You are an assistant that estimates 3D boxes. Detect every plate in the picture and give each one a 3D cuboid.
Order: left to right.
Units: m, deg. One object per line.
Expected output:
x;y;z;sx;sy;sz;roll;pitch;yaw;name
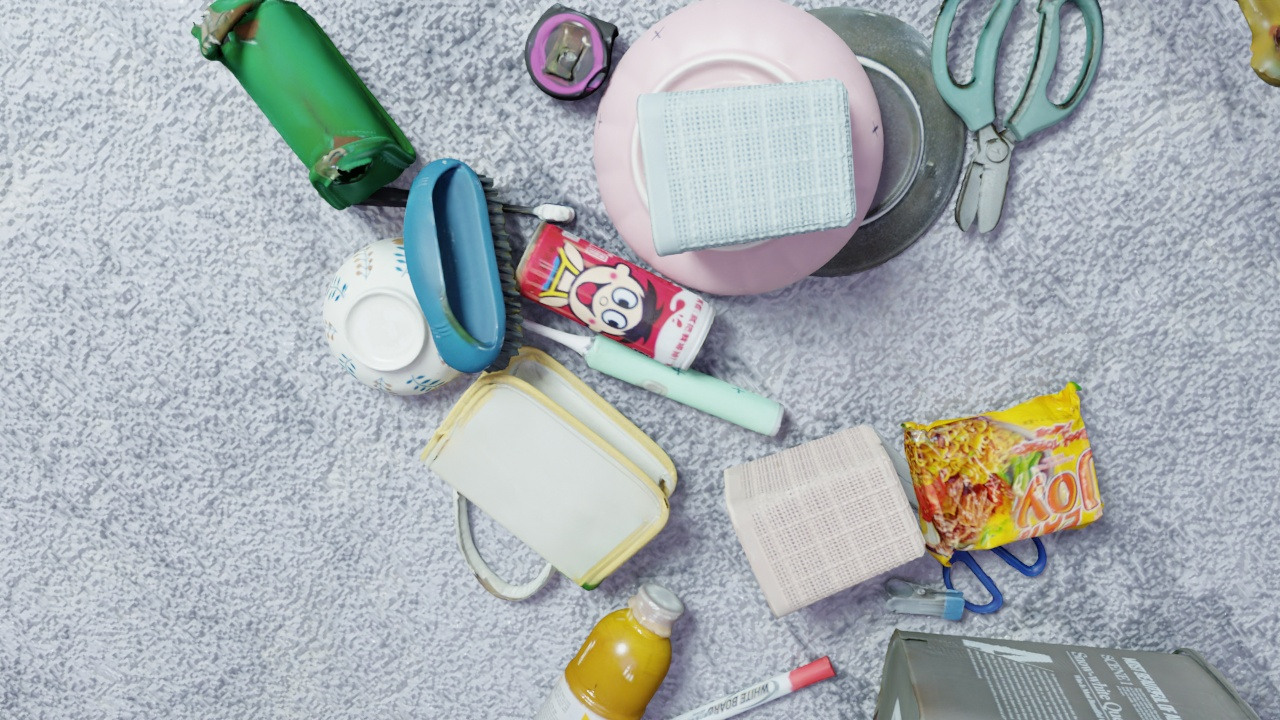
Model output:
0.057;-0.133;0.590;0.192;0.039;0.192;4;107;14;plate
0.129;-0.144;0.613;0.179;0.024;0.179;1;103;2;plate

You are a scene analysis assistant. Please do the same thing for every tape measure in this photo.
-0.047;-0.199;0.599;0.057;0.039;0.058;23;103;-3;tape measure

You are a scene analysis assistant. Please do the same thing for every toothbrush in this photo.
-0.136;-0.110;0.637;0.181;0.018;0.016;6;99;3;toothbrush
-0.004;0.004;0.652;0.224;0.027;0.027;21;145;-3;toothbrush

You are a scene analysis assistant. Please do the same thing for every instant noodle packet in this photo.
0.257;0.082;0.645;0.128;0.044;0.111;-14;98;0;instant noodle packet

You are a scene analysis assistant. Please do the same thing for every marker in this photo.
0.082;0.265;0.716;0.145;0.017;0.017;-25;101;8;marker

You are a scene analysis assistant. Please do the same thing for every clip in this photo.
0.211;0.179;0.685;0.057;0.032;0.025;5;126;8;clip

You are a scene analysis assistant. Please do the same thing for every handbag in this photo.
-0.210;-0.160;0.575;0.068;0.120;0.131;-35;98;4;handbag
-0.080;0.095;0.669;0.163;0.063;0.179;39;117;-7;handbag

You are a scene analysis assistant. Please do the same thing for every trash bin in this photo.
0.280;0.297;0.634;0.220;0.198;0.199;10;102;7;trash bin

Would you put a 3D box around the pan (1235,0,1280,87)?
0.247;-0.290;0.470;0.197;0.078;0.357;-8;81;-21;pan

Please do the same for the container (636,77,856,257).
0.064;-0.114;0.526;0.111;0.090;0.090;-5;104;13;container

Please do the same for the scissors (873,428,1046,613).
0.217;0.123;0.680;0.172;0.012;0.133;15;104;1;scissors

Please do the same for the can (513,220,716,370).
-0.018;-0.043;0.628;0.133;0.053;0.053;26;103;-4;can

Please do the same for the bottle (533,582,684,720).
-0.029;0.252;0.691;0.068;0.068;0.190;29;103;-5;bottle

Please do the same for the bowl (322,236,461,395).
-0.169;-0.027;0.635;0.113;0.062;0.113;1;103;4;bowl

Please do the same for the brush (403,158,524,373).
-0.118;-0.062;0.583;0.055;0.073;0.143;-16;78;24;brush

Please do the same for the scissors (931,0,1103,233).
0.250;-0.164;0.599;0.143;0.019;0.180;-3;102;-7;scissors

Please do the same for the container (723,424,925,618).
0.126;0.106;0.637;0.111;0.090;0.090;-24;101;9;container
